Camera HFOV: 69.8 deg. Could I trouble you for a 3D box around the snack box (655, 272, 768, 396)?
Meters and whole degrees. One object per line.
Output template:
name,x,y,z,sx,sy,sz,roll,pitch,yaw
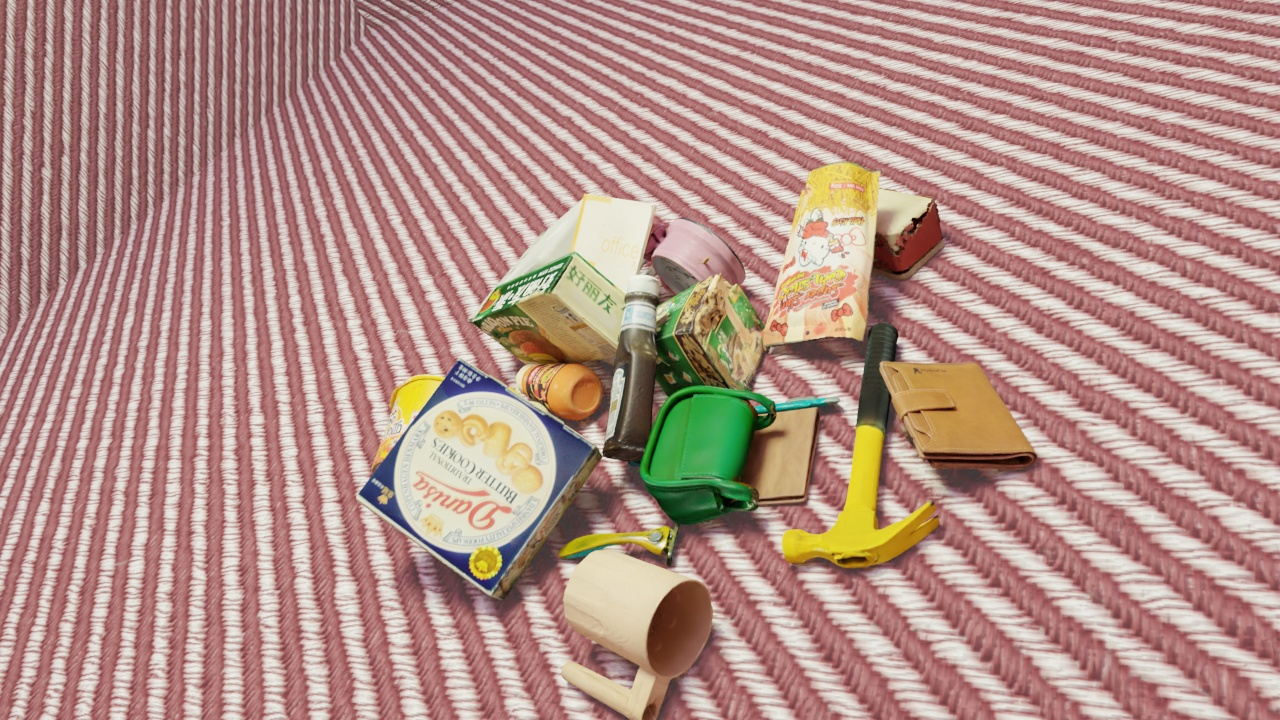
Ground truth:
snack box,0.065,-0.019,1.038,0.106,0.117,0.118,-14,33,39

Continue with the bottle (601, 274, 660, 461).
bottle,-0.006,0.006,0.967,0.080,0.044,0.194,139,139,-68

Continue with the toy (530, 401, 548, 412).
toy,-0.118,0.099,1.028,0.105,0.066,0.157,-29,31,2

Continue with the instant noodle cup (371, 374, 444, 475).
instant noodle cup,-0.237,0.101,1.053,0.138,0.138,0.109,-5,48,28

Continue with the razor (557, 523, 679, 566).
razor,-0.026,0.181,0.898,0.133,0.028,0.043,-10,41,25

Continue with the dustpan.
dustpan,-0.096,-0.128,1.360,0.259,0.142,0.222,-32,20,51

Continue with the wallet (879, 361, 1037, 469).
wallet,0.278,0.048,0.837,0.119,0.035,0.130,4,36,-9

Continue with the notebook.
notebook,-0.053,-0.109,1.191,0.146,0.010,0.206,20,97,47

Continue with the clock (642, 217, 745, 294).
clock,0.057,-0.123,1.163,0.059,0.117,0.158,-49,41,-12

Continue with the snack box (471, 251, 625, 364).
snack box,-0.103,-0.050,1.097,0.241,0.114,0.063,-12,43,59

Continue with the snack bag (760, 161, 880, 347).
snack bag,0.207,-0.114,1.027,0.129,0.073,0.207,-4,64,44

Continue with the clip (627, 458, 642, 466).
clip,0.009,0.103,0.981,0.057,0.047,0.014,-2,40,28

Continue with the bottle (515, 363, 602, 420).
bottle,-0.108,0.031,1.120,0.066,0.067,0.150,-44,31,-24

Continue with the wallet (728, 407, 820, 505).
wallet,0.124,0.097,0.916,0.101,0.020,0.115,-10,40,27

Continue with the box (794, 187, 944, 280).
box,0.270,-0.167,1.108,0.091,0.080,0.168,-40,36,-18

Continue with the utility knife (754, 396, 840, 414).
utility knife,0.137,0.049,0.965,0.151,0.013,0.029,-9,-1,23

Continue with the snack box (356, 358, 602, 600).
snack box,-0.163,0.119,0.939,0.178,0.046,0.182,31,78,17

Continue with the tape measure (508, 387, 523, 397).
tape measure,-0.163,0.066,1.134,0.057,0.029,0.060,-38,36,-17

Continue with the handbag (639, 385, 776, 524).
handbag,0.068,0.092,0.898,0.120,0.068,0.131,-4,45,30

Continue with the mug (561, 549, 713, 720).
mug,-0.010,0.232,0.785,0.104,0.084,0.124,11,76,43

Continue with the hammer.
hammer,0.220,0.070,0.874,0.129,0.033,0.299,-7,39,26
